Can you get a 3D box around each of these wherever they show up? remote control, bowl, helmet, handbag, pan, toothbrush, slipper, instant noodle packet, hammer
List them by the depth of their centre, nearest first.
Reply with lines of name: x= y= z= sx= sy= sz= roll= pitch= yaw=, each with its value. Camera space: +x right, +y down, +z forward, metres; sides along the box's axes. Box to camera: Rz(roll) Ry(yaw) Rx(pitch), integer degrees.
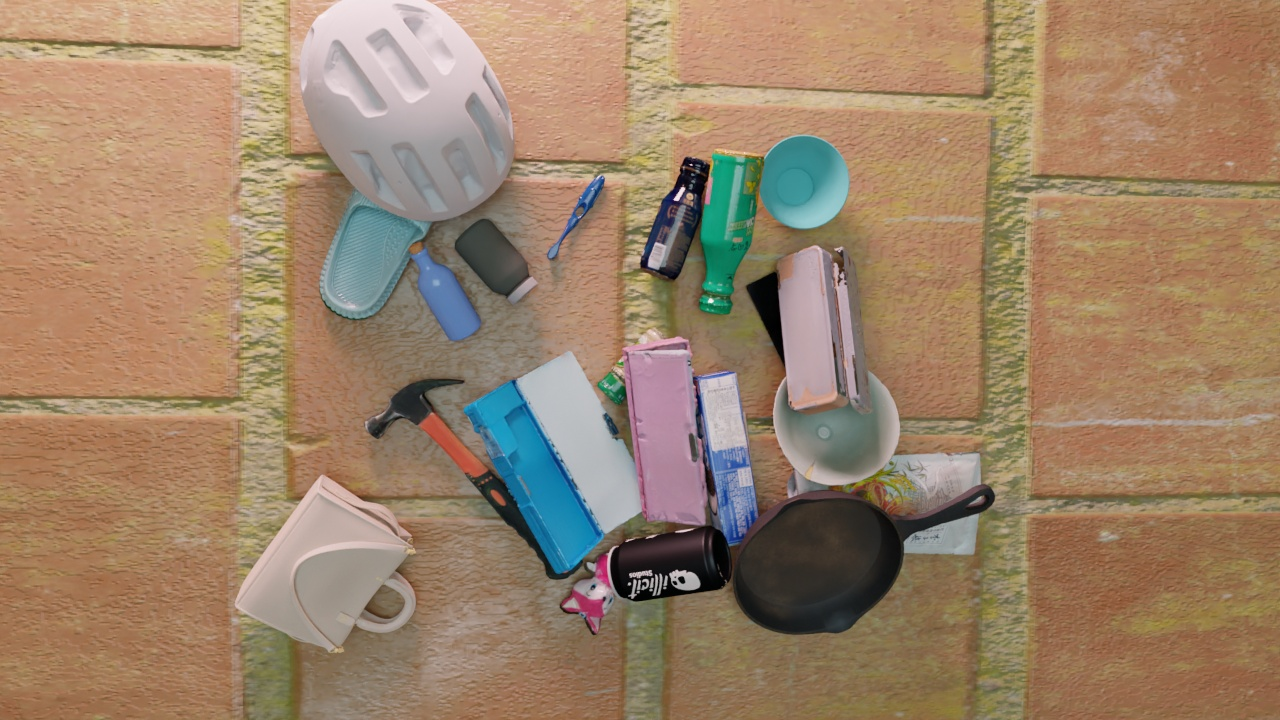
helmet: x=-0.280 y=-0.305 z=1.106 sx=0.224 sy=0.184 sz=0.282 roll=-31 pitch=102 yaw=-7
slipper: x=-0.321 y=-0.179 z=1.158 sx=0.116 sy=0.069 sz=0.276 roll=27 pitch=90 yaw=-3
handbag: x=-0.374 y=0.275 z=1.167 sx=0.198 sy=0.101 sz=0.194 roll=36 pitch=89 yaw=-18
pan: x=0.286 y=0.234 z=1.196 sx=0.356 sy=0.043 sz=0.249 roll=-23 pitch=120 yaw=3
hammer: x=-0.200 y=0.162 z=1.204 sx=0.133 sy=0.033 sz=0.333 roll=-41 pitch=97 yaw=-3
toothbrush: x=-0.085 y=-0.188 z=1.206 sx=0.021 sy=0.016 sz=0.132 roll=33 pitch=87 yaw=-6
bowl: x=0.210 y=-0.233 z=1.214 sx=0.121 sy=0.046 sz=0.121 roll=0 pitch=92 yaw=-5
bowl: x=0.249 y=0.087 z=1.216 sx=0.174 sy=0.068 sz=0.174 roll=2 pitch=70 yaw=-7
remote control: x=0.193 y=-0.047 z=1.234 sx=0.045 sy=0.021 sz=0.140 roll=-27 pitch=96 yaw=-2
instant noodle packet: x=0.333 y=0.197 z=1.241 sx=0.269 sy=0.057 sz=0.147 roll=0 pitch=100 yaw=-7

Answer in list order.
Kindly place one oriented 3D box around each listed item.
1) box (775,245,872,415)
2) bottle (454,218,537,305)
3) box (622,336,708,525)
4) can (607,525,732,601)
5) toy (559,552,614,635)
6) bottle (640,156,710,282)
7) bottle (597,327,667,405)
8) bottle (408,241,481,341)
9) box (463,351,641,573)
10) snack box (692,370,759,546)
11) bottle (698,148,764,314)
box: x=0.234 y=-0.036 z=1.189 sx=0.108 sy=0.095 sz=0.216 roll=-7 pitch=72 yaw=14
bottle: x=-0.183 y=-0.125 z=1.176 sx=0.060 sy=0.060 sz=0.108 roll=-42 pitch=95 yaw=-3
box: x=0.043 y=0.095 z=1.163 sx=0.099 sy=0.099 sz=0.233 roll=-10 pitch=103 yaw=-22
can: x=0.038 y=0.262 z=1.179 sx=0.146 sy=0.080 sz=0.080 roll=-14 pitch=94 yaw=22
toy: x=-0.058 y=0.306 z=1.215 sx=0.065 sy=0.050 sz=0.102 roll=32 pitch=84 yaw=-1
bottle: x=0.049 y=-0.185 z=1.196 sx=0.056 sy=0.056 sz=0.161 roll=21 pitch=91 yaw=-6
bottle: x=-0.007 y=0.007 z=1.207 sx=0.042 sy=0.042 sz=0.110 roll=43 pitch=88 yaw=-6
bottle: x=-0.252 y=-0.090 z=1.155 sx=0.048 sy=0.048 sz=0.131 roll=-29 pitch=116 yaw=-4
box: x=-0.108 y=0.131 z=1.203 sx=0.173 sy=0.064 sz=0.243 roll=-32 pitch=96 yaw=-33
snack box: x=0.112 y=0.129 z=1.216 sx=0.059 sy=0.059 sz=0.226 roll=-10 pitch=95 yaw=-8
bottle: x=0.111 y=-0.164 z=1.187 sx=0.068 sy=0.068 sz=0.210 roll=6 pitch=105 yaw=-6
